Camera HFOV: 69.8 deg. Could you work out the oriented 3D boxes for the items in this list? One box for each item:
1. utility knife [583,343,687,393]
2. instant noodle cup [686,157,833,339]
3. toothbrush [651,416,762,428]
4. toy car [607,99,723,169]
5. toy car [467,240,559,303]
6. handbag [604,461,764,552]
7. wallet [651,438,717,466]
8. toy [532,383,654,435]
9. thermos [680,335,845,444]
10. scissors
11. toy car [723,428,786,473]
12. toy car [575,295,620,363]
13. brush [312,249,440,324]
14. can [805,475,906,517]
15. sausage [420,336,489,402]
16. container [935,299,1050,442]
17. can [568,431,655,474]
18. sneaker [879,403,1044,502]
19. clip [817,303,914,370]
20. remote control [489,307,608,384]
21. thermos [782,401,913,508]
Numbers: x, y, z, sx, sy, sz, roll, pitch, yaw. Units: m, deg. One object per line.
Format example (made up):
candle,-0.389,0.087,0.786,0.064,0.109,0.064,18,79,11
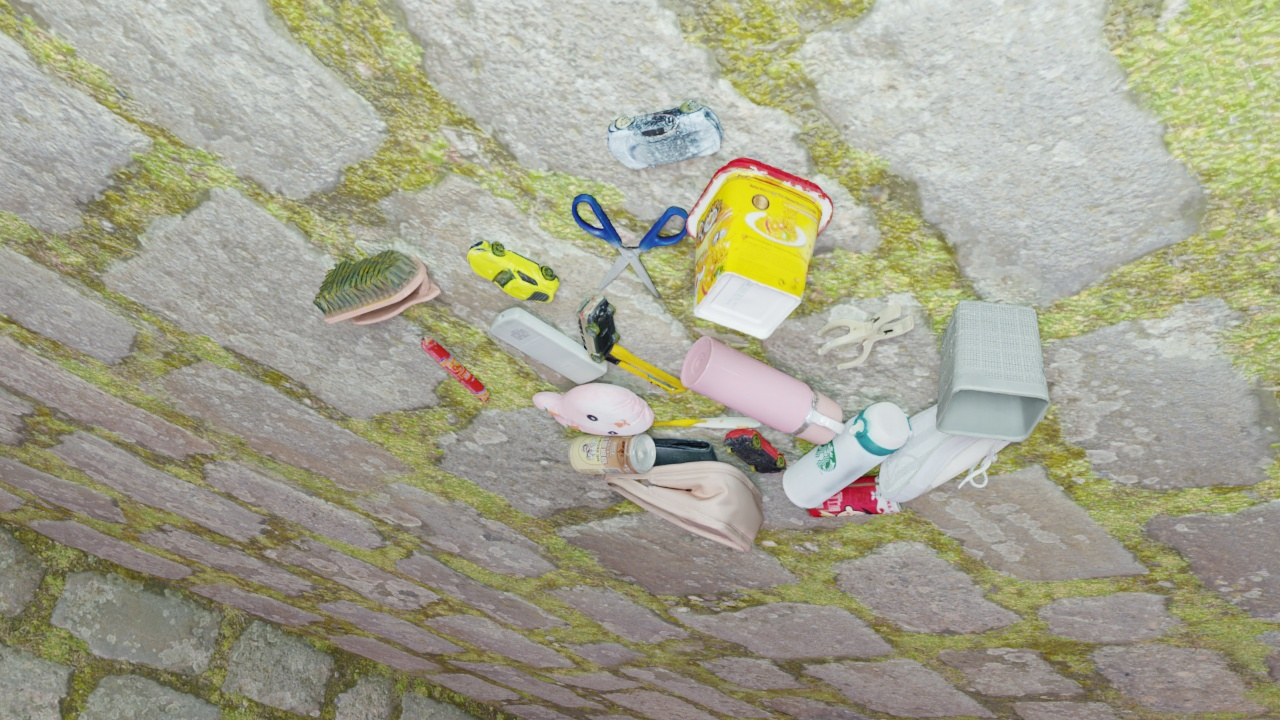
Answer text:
utility knife,-0.007,0.007,1.125,0.153,0.015,0.033,27,148,-24
instant noodle cup,0.101,-0.097,0.825,0.116,0.123,0.116,19,147,-11
toothbrush,0.071,0.086,1.227,0.192,0.016,0.018,-3,157,22
toy car,0.019,-0.190,0.791,0.106,0.031,0.049,-5,144,26
toy car,-0.140,-0.093,0.996,0.105,0.032,0.048,27,145,-21
handbag,0.053,0.200,1.345,0.234,0.093,0.193,8,160,28
wallet,0.052,0.142,1.320,0.121,0.019,0.097,2,148,17
toy,-0.062,0.066,1.206,0.160,0.054,0.121,-3,152,34
thermos,0.149,0.041,1.072,0.198,0.067,0.087,26,-179,-19
scissors,-0.010,-0.117,0.935,0.162,0.012,0.176,33,143,-32
toy car,0.158,0.124,1.243,0.049,0.031,0.106,-16,138,37
toy car,-0.049,-0.035,1.050,0.035,0.042,0.090,24,149,25
brush,-0.295,-0.080,1.037,0.146,0.063,0.073,-12,137,30
can,0.299,0.190,1.283,0.133,0.053,0.053,-9,143,29
sausage,-0.241,0.013,1.208,0.020,0.020,0.156,-7,144,27
container,0.350,0.008,0.920,0.090,0.114,0.090,7,148,7
can,-0.040,0.130,1.281,0.116,0.058,0.058,-5,145,37
sneaker,0.380,0.100,1.094,0.090,0.089,0.243,15,142,-15
clip,0.246,-0.021,0.989,0.105,0.034,0.084,-15,137,23
remote control,-0.110,-0.017,1.115,0.150,0.021,0.058,33,142,-31
thermos,0.260,0.122,1.174,0.073,0.073,0.225,18,147,-11
